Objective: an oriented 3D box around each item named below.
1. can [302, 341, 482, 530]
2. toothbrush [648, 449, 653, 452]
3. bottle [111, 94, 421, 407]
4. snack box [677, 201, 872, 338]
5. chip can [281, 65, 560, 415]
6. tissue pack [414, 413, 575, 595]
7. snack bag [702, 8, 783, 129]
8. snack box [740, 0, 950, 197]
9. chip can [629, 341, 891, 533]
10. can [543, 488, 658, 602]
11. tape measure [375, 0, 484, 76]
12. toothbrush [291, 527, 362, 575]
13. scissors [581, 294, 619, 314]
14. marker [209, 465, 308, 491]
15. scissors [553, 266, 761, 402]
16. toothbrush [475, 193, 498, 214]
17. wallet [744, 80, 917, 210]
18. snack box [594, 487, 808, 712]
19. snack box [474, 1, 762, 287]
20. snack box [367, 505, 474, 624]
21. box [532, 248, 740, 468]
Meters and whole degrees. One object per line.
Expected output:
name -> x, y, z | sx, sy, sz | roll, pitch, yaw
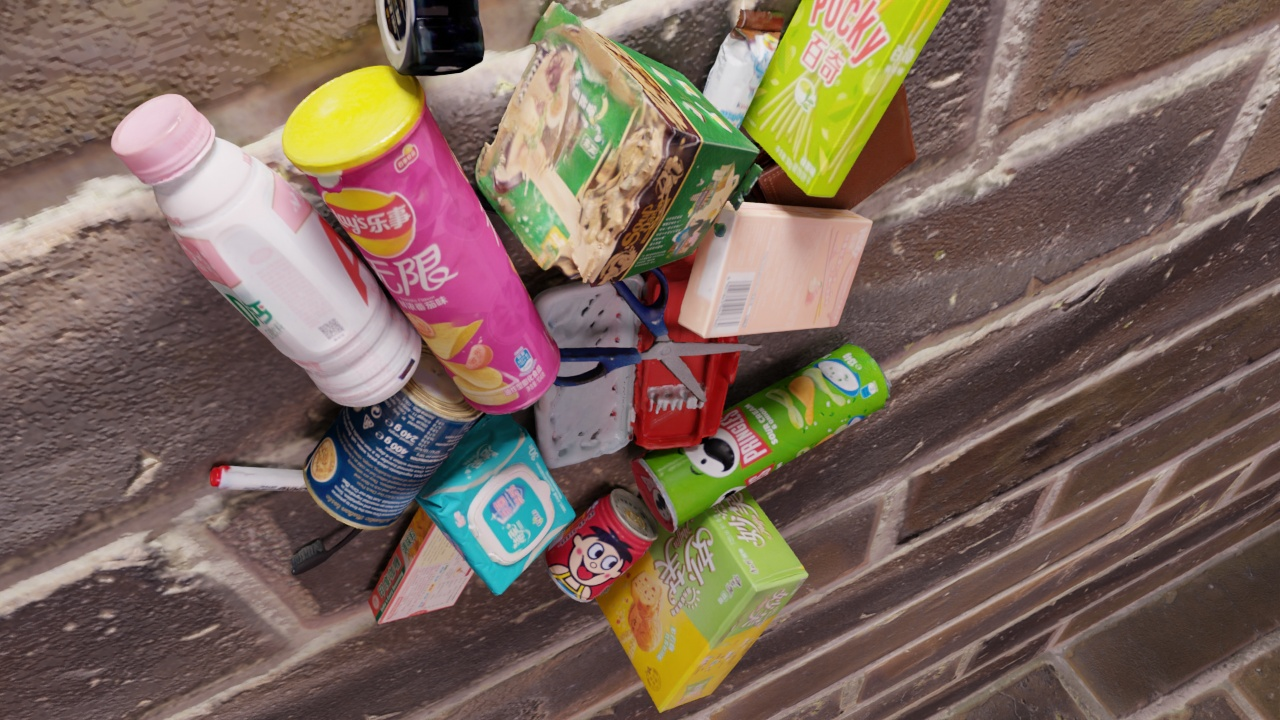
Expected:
can -> -0.163, 0.048, 0.610 | 0.075, 0.075, 0.111 | 17, 122, -46
toothbrush -> 0.030, 0.029, 0.779 | 0.016, 0.016, 0.180 | -15, 141, -26
bottle -> -0.189, -0.051, 0.484 | 0.068, 0.068, 0.197 | -31, 141, -2
snack box -> 0.095, -0.062, 0.628 | 0.157, 0.026, 0.085 | -6, 119, -45
chip can -> -0.109, -0.055, 0.509 | 0.071, 0.071, 0.211 | -29, 141, -4
tissue pack -> -0.108, 0.112, 0.704 | 0.093, 0.050, 0.133 | -45, 136, -22
snack bag -> 0.055, -0.164, 0.563 | 0.048, 0.026, 0.104 | -14, 142, -42
snack box -> 0.121, -0.184, 0.538 | 0.026, 0.085, 0.157 | -1, 135, -35
chip can -> 0.108, 0.064, 0.814 | 0.235, 0.072, 0.072 | -27, 144, -16
can -> -0.036, 0.171, 0.854 | 0.094, 0.066, 0.066 | -45, 142, 17
tape measure -> -0.097, -0.163, 0.416 | 0.033, 0.066, 0.066 | -10, 104, -27
toothbrush -> -0.194, 0.110, 0.717 | 0.189, 0.016, 0.014 | -34, 154, -2
scissors -> -0.013, -0.055, 0.649 | 0.225, 0.015, 0.189 | -10, 139, -28
marker -> -0.231, 0.086, 0.655 | 0.145, 0.017, 0.017 | 10, 127, -43
scissors -> 0.005, -0.011, 0.631 | 0.174, 0.012, 0.163 | -16, 138, -7
toothbrush -> -0.095, -0.095, 0.544 | 0.180, 0.018, 0.016 | 8, 134, -39
wallet -> 0.138, -0.141, 0.649 | 0.124, 0.032, 0.101 | -35, 147, 5
snack box -> 0.046, 0.212, 0.885 | 0.069, 0.157, 0.211 | -4, 136, -38
snack box -> -0.008, -0.114, 0.518 | 0.105, 0.117, 0.118 | -9, 142, -47
snack box -> -0.166, 0.160, 0.772 | 0.076, 0.027, 0.156 | -2, 135, -45
box -> -0.005, 0.004, 0.685 | 0.158, 0.039, 0.201 | -7, 140, -11
